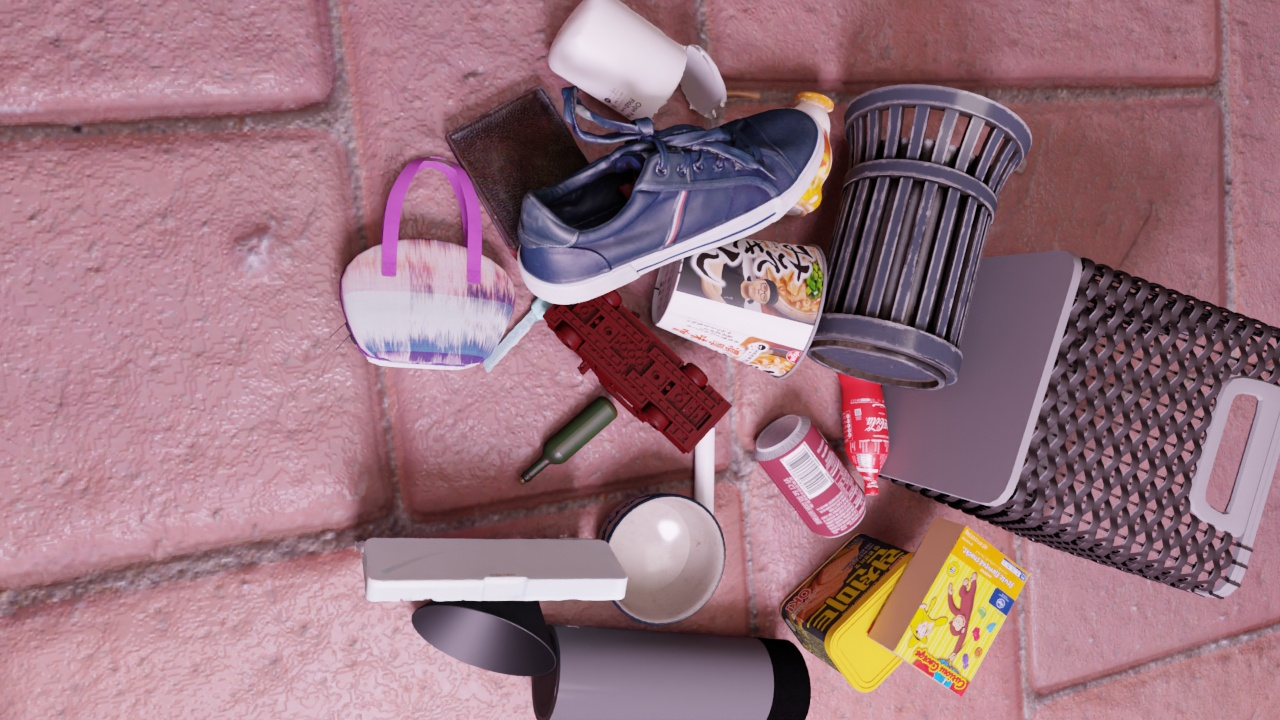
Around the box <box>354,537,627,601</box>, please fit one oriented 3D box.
[{"bbox_3d":[-0.121,0.156,0.731,0.197,0.136,0.043,6,94,-20],"label":"box"}]

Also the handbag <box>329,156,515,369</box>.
[{"bbox_3d":[-0.171,-0.080,0.743,0.144,0.068,0.170,4,86,-21],"label":"handbag"}]

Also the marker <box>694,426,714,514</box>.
[{"bbox_3d":[0.059,0.105,0.857,0.020,0.020,0.141,-1,94,-20],"label":"marker"}]

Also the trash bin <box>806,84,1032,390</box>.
[{"bbox_3d":[0.236,-0.100,0.817,0.164,0.164,0.227,20,81,-20],"label":"trash bin"}]

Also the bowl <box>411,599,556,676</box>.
[{"bbox_3d":[-0.122,0.211,0.766,0.124,0.124,0.052,34,49,-19],"label":"bowl"}]

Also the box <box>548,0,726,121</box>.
[{"bbox_3d":[0.006,-0.248,0.783,0.161,0.081,0.091,30,71,-21],"label":"box"}]

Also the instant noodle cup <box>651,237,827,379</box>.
[{"bbox_3d":[0.081,-0.058,0.808,0.121,0.124,0.123,14,89,-11],"label":"instant noodle cup"}]

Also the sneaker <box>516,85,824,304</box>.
[{"bbox_3d":[0.028,-0.161,0.736,0.294,0.120,0.127,-28,147,-20],"label":"sneaker"}]

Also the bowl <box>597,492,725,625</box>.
[{"bbox_3d":[0.012,0.171,0.822,0.115,0.059,0.115,-1,94,-20],"label":"bowl"}]

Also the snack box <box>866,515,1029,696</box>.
[{"bbox_3d":[0.276,0.219,0.822,0.088,0.040,0.125,36,81,-19],"label":"snack box"}]

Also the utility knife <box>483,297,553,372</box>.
[{"bbox_3d":[-0.079,-0.054,0.800,0.022,0.015,0.168,43,82,-4],"label":"utility knife"}]

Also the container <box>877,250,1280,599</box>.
[{"bbox_3d":[0.393,0.047,0.859,0.243,0.246,0.247,19,87,-17],"label":"container"}]

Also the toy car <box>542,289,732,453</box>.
[{"bbox_3d":[-0.004,0.004,0.800,0.170,0.062,0.070,43,78,4],"label":"toy car"}]

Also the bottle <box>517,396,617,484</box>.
[{"bbox_3d":[-0.065,0.072,0.805,0.106,0.025,0.025,-40,106,-13],"label":"bottle"}]

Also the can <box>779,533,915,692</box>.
[{"bbox_3d":[0.213,0.235,0.877,0.130,0.101,0.072,-39,105,-14],"label":"can"}]

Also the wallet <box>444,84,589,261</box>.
[{"bbox_3d":[-0.095,-0.160,0.779,0.099,0.031,0.120,-34,102,-18],"label":"wallet"}]

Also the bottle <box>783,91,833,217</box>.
[{"bbox_3d":[0.146,-0.190,0.845,0.063,0.063,0.109,18,88,-20],"label":"bottle"}]

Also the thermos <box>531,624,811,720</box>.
[{"bbox_3d":[0.030,0.287,0.824,0.240,0.082,0.082,10,90,-20],"label":"thermos"}]

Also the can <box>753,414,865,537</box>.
[{"bbox_3d":[0.161,0.110,0.870,0.063,0.063,0.114,-42,106,-13],"label":"can"}]

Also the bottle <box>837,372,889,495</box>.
[{"bbox_3d":[0.215,0.058,0.881,0.042,0.042,0.141,4,74,-20],"label":"bottle"}]
